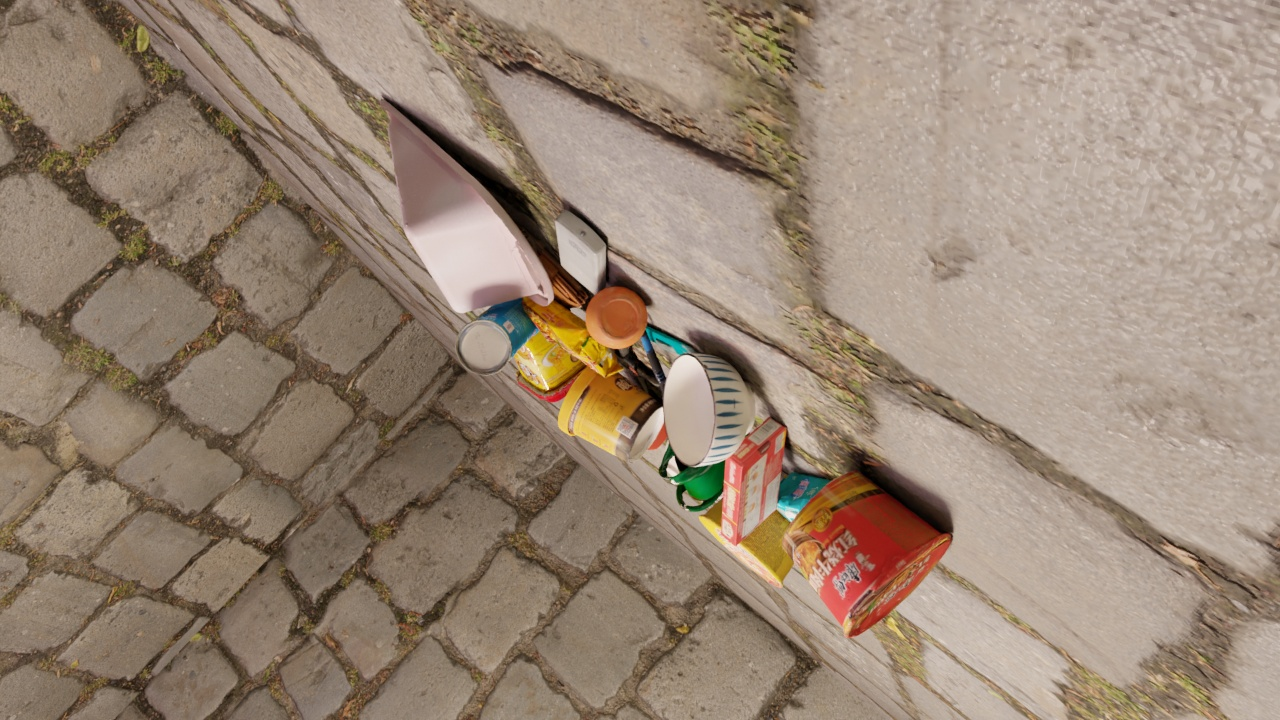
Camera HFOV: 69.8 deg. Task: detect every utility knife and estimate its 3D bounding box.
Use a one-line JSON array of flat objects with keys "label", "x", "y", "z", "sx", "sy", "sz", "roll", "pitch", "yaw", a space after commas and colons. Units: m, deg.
[{"label": "utility knife", "x": 0.018, "y": -0.025, "z": 1.048, "sx": 0.166, "sy": 0.013, "sz": 0.029, "roll": 28, "pitch": 157, "yaw": 49}]

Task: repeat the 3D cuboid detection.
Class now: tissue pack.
[{"label": "tissue pack", "x": 0.213, "y": 0.180, "z": 1.060, "sx": 0.093, "sy": 0.050, "sz": 0.133, "roll": 45, "pitch": 168, "yaw": -9}]

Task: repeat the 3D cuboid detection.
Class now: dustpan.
[{"label": "dustpan", "x": -0.197, "y": -0.176, "z": 1.116, "sx": 0.223, "sy": 0.139, "sz": 0.273, "roll": 67, "pitch": -174, "yaw": -58}]

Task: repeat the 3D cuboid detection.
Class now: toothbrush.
[{"label": "toothbrush", "x": 0.023, "y": 0.013, "z": 1.094, "sx": 0.016, "sy": 0.014, "sz": 0.190, "roll": 30, "pitch": 161, "yaw": 27}]

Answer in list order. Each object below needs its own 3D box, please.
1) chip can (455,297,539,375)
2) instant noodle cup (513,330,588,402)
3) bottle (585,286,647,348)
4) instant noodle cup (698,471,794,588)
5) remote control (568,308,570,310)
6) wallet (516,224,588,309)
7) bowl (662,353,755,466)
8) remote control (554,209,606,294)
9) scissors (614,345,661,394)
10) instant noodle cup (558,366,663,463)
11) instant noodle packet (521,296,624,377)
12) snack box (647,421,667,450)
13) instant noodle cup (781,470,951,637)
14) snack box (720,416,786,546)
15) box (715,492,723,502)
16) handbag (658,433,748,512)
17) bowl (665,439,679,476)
[{"label": "chip can", "x": -0.180, "y": -0.040, "z": 1.198, "sx": 0.071, "sy": 0.071, "sz": 0.210, "roll": 43, "pitch": -166, "yaw": -6}, {"label": "instant noodle cup", "x": -0.141, "y": -0.021, "z": 1.380, "sx": 0.116, "sy": 0.116, "sz": 0.124, "roll": 29, "pitch": 151, "yaw": 51}, {"label": "bottle", "x": -0.033, "y": -0.048, "z": 1.027, "sx": 0.067, "sy": 0.066, "sz": 0.149, "roll": 44, "pitch": 176, "yaw": -8}, {"label": "instant noodle cup", "x": 0.161, "y": 0.205, "z": 1.179, "sx": 0.138, "sy": 0.109, "sz": 0.138, "roll": 40, "pitch": 168, "yaw": 10}, {"label": "remote control", "x": -0.137, "y": -0.106, "z": 1.239, "sx": 0.136, "sy": 0.024, "sz": 0.053, "roll": 44, "pitch": 172, "yaw": -24}, {"label": "wallet", "x": -0.125, "y": -0.116, "z": 1.153, "sx": 0.132, "sy": 0.031, "sz": 0.108, "roll": 44, "pitch": 170, "yaw": -14}, {"label": "bowl", "x": 0.076, "y": 0.050, "z": 0.948, "sx": 0.066, "sy": 0.116, "sz": 0.116, "roll": -2, "pitch": -172, "yaw": -24}, {"label": "remote control", "x": -0.061, "y": -0.112, "z": 0.970, "sx": 0.058, "sy": 0.021, "sz": 0.150, "roll": 41, "pitch": 169, "yaw": 6}, {"label": "scissors", "x": -0.004, "y": 0.010, "z": 1.230, "sx": 0.234, "sy": 0.021, "sz": 0.221, "roll": 31, "pitch": 164, "yaw": 40}, {"label": "instant noodle cup", "x": -0.036, "y": 0.076, "z": 1.283, "sx": 0.114, "sy": 0.118, "sz": 0.118, "roll": 31, "pitch": 166, "yaw": 18}, {"label": "instant noodle packet", "x": -0.087, "y": -0.031, "z": 1.187, "sx": 0.128, "sy": 0.044, "sz": 0.111, "roll": 34, "pitch": 173, "yaw": 31}, {"label": "snack box", "x": -0.002, "y": 0.091, "z": 1.370, "sx": 0.091, "sy": 0.082, "sz": 0.080, "roll": 38, "pitch": -174, "yaw": 24}, {"label": "instant noodle cup", "x": 0.213, "y": 0.182, "z": 0.891, "sx": 0.108, "sy": 0.138, "sz": 0.138, "roll": 46, "pitch": 172, "yaw": 30}, {"label": "snack box", "x": 0.125, "y": 0.137, "z": 1.020, "sx": 0.025, "sy": 0.075, "sz": 0.153, "roll": 35, "pitch": 147, "yaw": 31}, {"label": "box", "x": 0.113, "y": 0.135, "z": 1.266, "sx": 0.075, "sy": 0.082, "sz": 0.163, "roll": -13, "pitch": 131, "yaw": 34}, {"label": "handbag", "x": 0.075, "y": 0.116, "z": 1.114, "sx": 0.068, "sy": 0.120, "sz": 0.131, "roll": 31, "pitch": 163, "yaw": 23}, {"label": "bowl", "x": 0.079, "y": 0.161, "z": 1.415, "sx": 0.113, "sy": 0.062, "sz": 0.113, "roll": 42, "pitch": 169, "yaw": 10}]
